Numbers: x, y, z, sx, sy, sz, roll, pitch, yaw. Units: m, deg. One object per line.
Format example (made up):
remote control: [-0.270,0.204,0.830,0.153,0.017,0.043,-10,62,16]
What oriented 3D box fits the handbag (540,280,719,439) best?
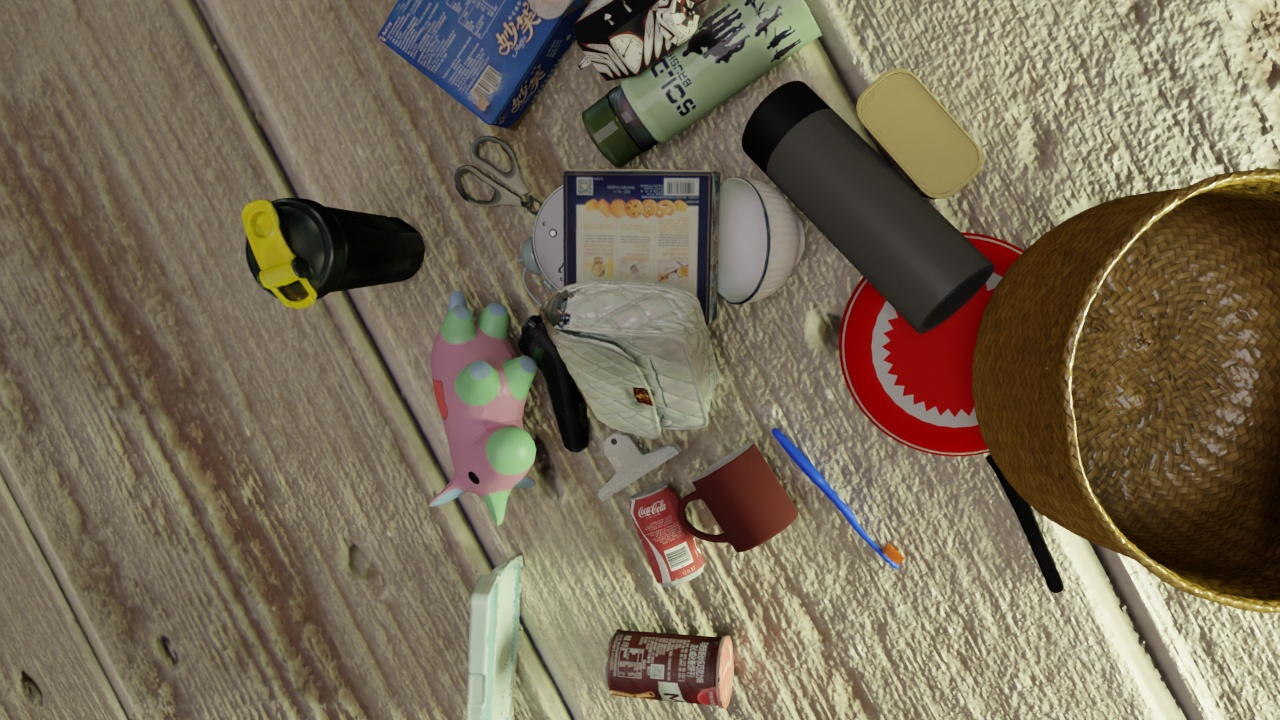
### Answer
handbag: [-0.005,0.005,0.860,0.139,0.195,0.072,3,61,16]

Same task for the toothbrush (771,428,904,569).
toothbrush: [0.195,0.134,0.910,0.018,0.016,0.182,-42,85,11]

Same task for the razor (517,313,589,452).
razor: [-0.088,0.023,0.962,0.067,0.053,0.151,-6,102,27]

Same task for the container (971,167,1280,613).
container: [0.414,0.013,0.707,0.307,0.196,0.307,-1,97,-8]

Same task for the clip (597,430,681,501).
clip: [-0.015,0.101,0.952,0.102,0.050,0.058,-35,100,16]

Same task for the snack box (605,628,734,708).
snack box: [0.031,0.318,0.950,0.121,0.072,0.072,-1,97,16]

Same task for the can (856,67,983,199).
can: [0.245,-0.196,0.813,0.057,0.092,0.116,-41,85,16]

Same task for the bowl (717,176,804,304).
bowl: [0.113,-0.113,0.865,0.062,0.118,0.118,-5,97,-25]

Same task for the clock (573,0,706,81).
clock: [0.007,-0.328,0.842,0.155,0.114,0.065,-14,137,33]

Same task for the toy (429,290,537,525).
toy: [-0.169,0.044,0.957,0.222,0.120,0.172,62,142,30]

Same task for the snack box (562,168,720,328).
snack box: [0.000,-0.108,0.870,0.144,0.042,0.145,4,102,13]

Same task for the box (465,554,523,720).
box: [-0.157,0.317,0.969,0.041,0.134,0.197,5,98,4]

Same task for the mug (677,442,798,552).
mug: [0.090,0.143,0.908,0.106,0.073,0.082,-33,88,11]

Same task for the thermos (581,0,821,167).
thermos: [0.050,-0.273,0.869,0.232,0.082,0.082,-32,88,17]

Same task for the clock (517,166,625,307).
clock: [-0.053,-0.114,0.928,0.159,0.045,0.122,-41,90,17]

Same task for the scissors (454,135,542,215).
scissors: [-0.127,-0.160,0.965,0.121,0.012,0.171,-28,92,16]

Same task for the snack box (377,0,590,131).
snack box: [-0.139,-0.358,0.912,0.155,0.069,0.203,39,106,8]

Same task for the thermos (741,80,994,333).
thermos: [0.194,-0.138,0.809,0.082,0.082,0.240,-45,68,16]

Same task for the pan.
pan: [0.318,0.054,0.846,0.209,0.067,0.356,-23,87,17]

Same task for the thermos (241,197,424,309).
thermos: [-0.297,-0.108,0.909,0.098,0.220,0.098,2,97,15]

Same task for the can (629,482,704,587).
can: [0.026,0.178,0.943,0.054,0.054,0.096,-21,91,17]
